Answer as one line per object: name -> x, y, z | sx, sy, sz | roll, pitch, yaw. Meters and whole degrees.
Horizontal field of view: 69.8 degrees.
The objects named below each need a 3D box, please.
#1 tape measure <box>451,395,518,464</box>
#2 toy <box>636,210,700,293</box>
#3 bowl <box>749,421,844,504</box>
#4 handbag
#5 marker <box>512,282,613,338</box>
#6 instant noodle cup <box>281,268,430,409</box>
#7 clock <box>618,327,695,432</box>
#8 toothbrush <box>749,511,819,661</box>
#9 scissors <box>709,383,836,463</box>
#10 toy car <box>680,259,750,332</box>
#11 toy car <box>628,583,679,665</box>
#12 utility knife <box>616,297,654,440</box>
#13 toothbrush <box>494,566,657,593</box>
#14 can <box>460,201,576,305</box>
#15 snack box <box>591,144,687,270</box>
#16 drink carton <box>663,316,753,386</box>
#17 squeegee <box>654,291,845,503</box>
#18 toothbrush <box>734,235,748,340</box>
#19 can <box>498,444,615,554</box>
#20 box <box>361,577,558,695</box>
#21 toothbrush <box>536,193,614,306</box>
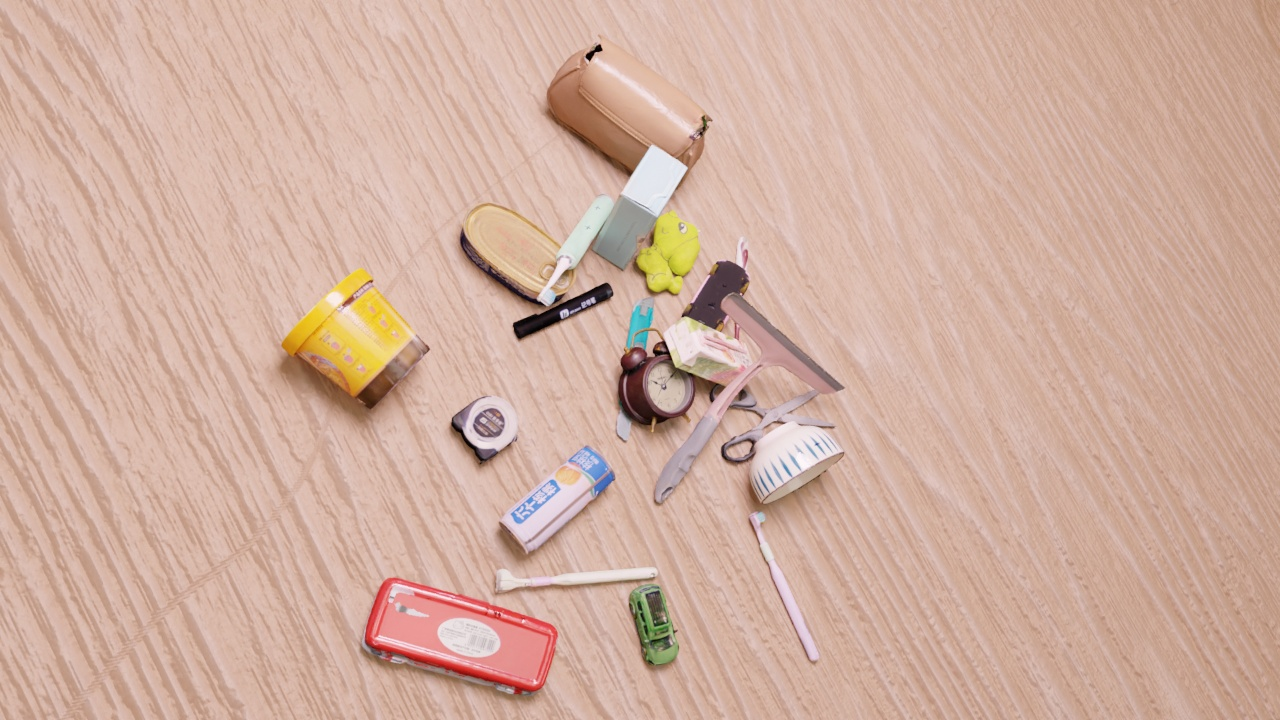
tape measure -> -0.173, 0.074, 1.042 | 0.066, 0.034, 0.066 | -36, 91, -19
toy -> 0.038, -0.135, 1.158 | 0.100, 0.031, 0.097 | -31, 101, -25
bowl -> 0.178, 0.116, 1.100 | 0.116, 0.117, 0.066 | -24, 71, -21
handbag -> -0.008, -0.306, 1.125 | 0.204, 0.148, 0.099 | 34, 71, -11
marker -> -0.093, -0.061, 1.108 | 0.131, 0.020, 0.022 | -26, 56, -20
instant noodle cup -> -0.299, -0.019, 0.986 | 0.114, 0.119, 0.118 | 44, 68, -11
clock -> 0.017, 0.022, 1.091 | 0.081, 0.055, 0.122 | -13, 89, -33
toothbrush -> 0.175, 0.273, 1.108 | 0.021, 0.029, 0.189 | -24, 85, 19
scissors -> 0.163, 0.071, 1.157 | 0.178, 0.014, 0.159 | 33, 70, -7
toy car -> 0.093, -0.072, 1.157 | 0.056, 0.037, 0.122 | 31, 67, 5
toy car -> 0.017, 0.301, 1.044 | 0.043, 0.036, 0.091 | -13, 85, -21
utility knife -> -0.007, 0.007, 1.120 | 0.029, 0.013, 0.186 | 13, 73, -15
toothbrush -> -0.070, 0.245, 1.039 | 0.189, 0.020, 0.029 | 1, 107, -18
can -> -0.146, -0.125, 1.090 | 0.148, 0.049, 0.074 | 35, 69, -6
snack box -> -0.004, -0.176, 1.080 | 0.051, 0.175, 0.074 | 32, 70, -4
drink carton -> 0.086, -0.008, 1.098 | 0.122, 0.046, 0.053 | 22, 40, -46
squeegee -> 0.093, 0.067, 1.088 | 0.249, 0.040, 0.247 | -51, 131, 4
toothbrush -> 0.129, -0.074, 1.180 | 0.016, 0.017, 0.187 | 10, 75, -17
can -> -0.094, 0.157, 1.035 | 0.134, 0.053, 0.053 | -39, 90, -22
box -> -0.191, 0.297, 0.982 | 0.201, 0.047, 0.086 | 20, 72, -12
toothbrush -> -0.076, -0.133, 1.074 | 0.027, 0.027, 0.223 | 34, 42, -7
